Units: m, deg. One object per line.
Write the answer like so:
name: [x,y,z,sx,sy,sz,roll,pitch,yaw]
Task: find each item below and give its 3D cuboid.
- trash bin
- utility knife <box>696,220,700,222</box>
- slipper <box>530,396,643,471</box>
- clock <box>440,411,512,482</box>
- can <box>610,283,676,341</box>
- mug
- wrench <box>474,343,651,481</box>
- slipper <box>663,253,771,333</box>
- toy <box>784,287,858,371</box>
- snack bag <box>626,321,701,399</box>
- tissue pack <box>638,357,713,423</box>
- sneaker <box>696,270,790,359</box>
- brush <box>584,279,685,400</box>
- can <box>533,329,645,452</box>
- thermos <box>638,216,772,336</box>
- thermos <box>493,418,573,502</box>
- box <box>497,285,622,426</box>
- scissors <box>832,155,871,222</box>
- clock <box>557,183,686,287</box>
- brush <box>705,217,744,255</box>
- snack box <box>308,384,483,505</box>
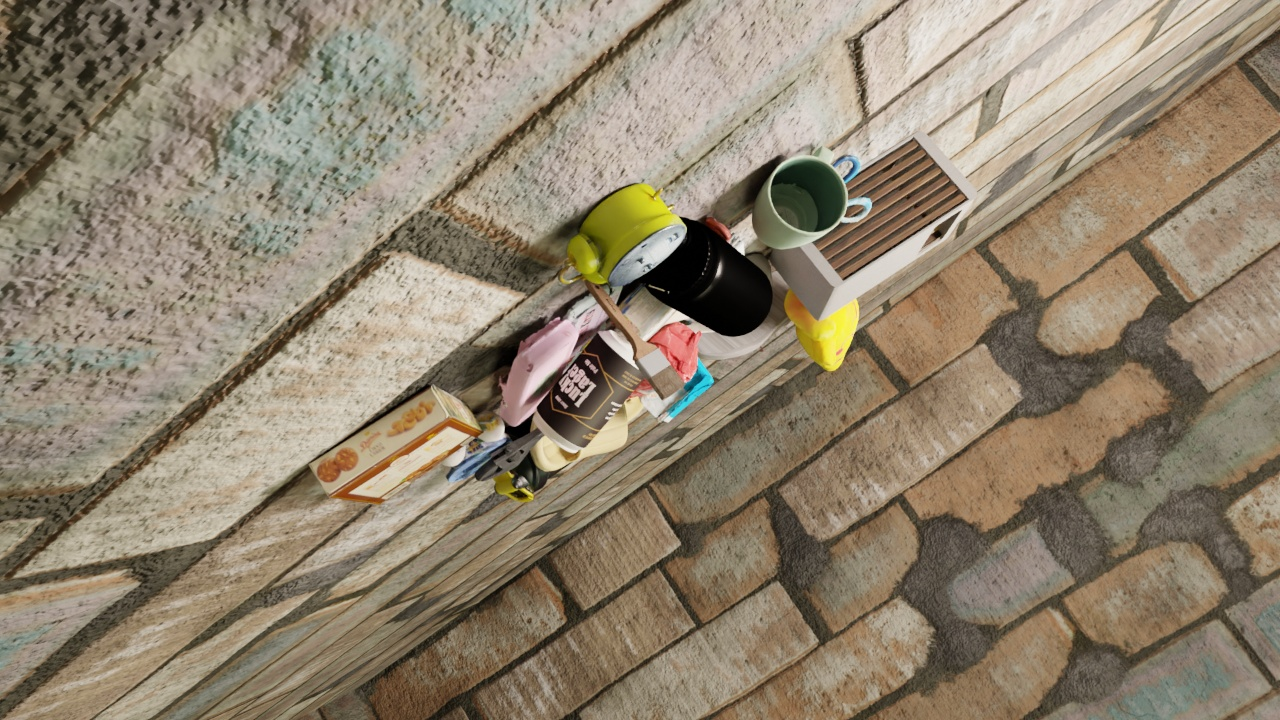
trash bin: [0.298,-0.173,1.195,0.228,0.114,0.114,-33,164,-9]
utility knife: [0.058,-0.122,1.008,0.030,0.017,0.159,-24,172,1]
slipper: [-0.047,0.067,1.229,0.079,0.111,0.260,6,-160,31]
clock: [-0.200,0.099,1.087,0.088,0.052,0.126,-31,168,-16]
can: [0.010,-0.059,1.025,0.086,0.043,0.086,-45,175,-5]
mug: [0.168,-0.173,0.971,0.111,0.084,0.104,-62,-177,-9]
wrench: [-0.091,0.064,1.077,0.274,0.018,0.073,-38,165,15]
slipper: [0.101,-0.069,1.175,0.113,0.080,0.265,-45,165,31]
toy: [0.262,-0.058,1.325,0.193,0.087,0.134,31,73,-68]
snack bag: [-0.007,0.007,1.120,0.177,0.082,0.082,-18,-178,40]
tissue pack: [0.032,0.014,1.203,0.093,0.144,0.061,-37,130,6]
sneaker: [0.155,-0.049,1.369,0.235,0.099,0.090,-31,157,-32]
brush: [-0.011,-0.025,0.879,0.008,0.143,0.045,-40,176,32]
can: [-0.053,0.033,1.003,0.129,0.072,0.072,-50,166,8]
thermos: [0.062,-0.085,0.929,0.086,0.086,0.198,-38,156,15]
thermos: [-0.122,0.114,1.273,0.220,0.098,0.098,-27,167,-50]
box: [-0.089,-0.006,1.009,0.152,0.037,0.202,-38,171,-23]
scissors: [0.213,-0.194,1.093,0.140,0.013,0.118,-11,134,-7]
clock: [-0.018,-0.098,0.780,0.119,0.057,0.083,-36,169,4]
brush: [0.097,-0.132,1.028,0.030,0.041,0.172,-51,167,-4]
snack box: [-0.246,0.091,0.950,0.143,0.041,0.147,-34,169,-3]
